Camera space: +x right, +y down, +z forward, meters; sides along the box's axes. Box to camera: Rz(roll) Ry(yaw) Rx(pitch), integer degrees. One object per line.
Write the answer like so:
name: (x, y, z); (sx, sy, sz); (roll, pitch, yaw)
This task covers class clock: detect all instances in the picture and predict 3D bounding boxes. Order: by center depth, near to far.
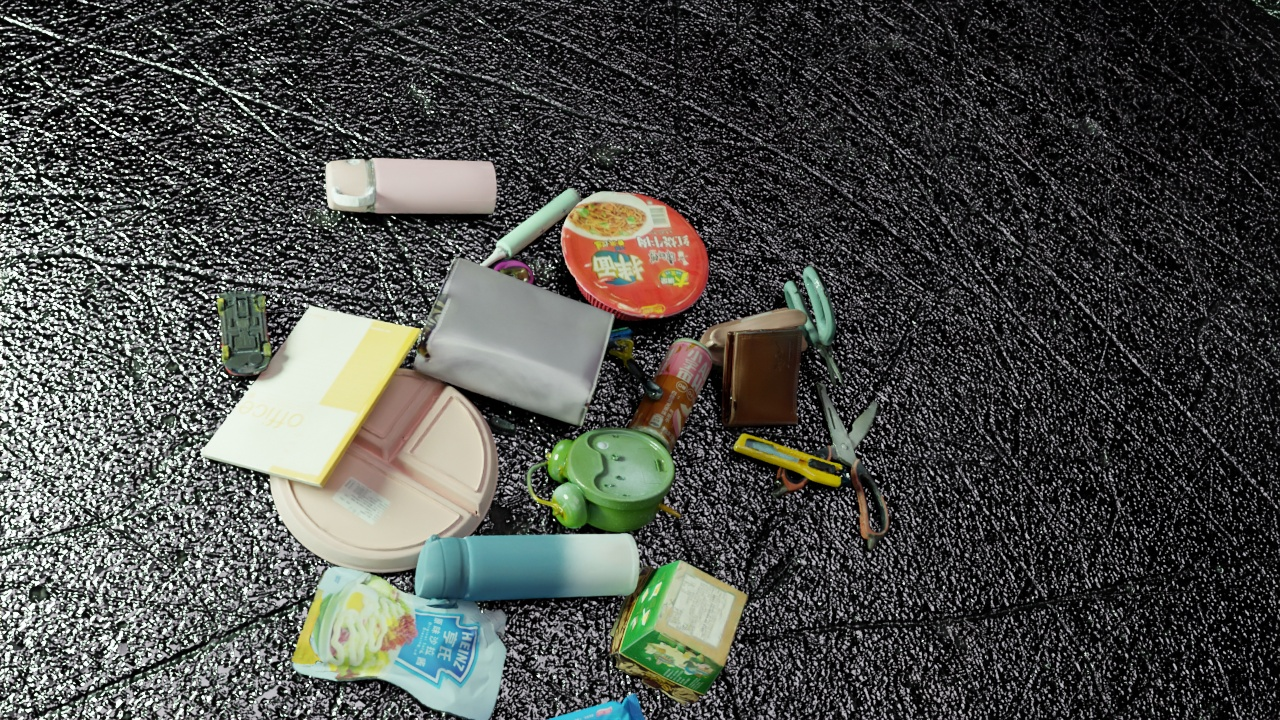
clock: (-0.041, 0.129, 0.985); (0.161, 0.056, 0.116); (2, 35, -12)

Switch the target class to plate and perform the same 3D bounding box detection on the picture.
plate: (-0.261, 0.104, 0.947); (0.229, 0.028, 0.229); (7, 60, -11)

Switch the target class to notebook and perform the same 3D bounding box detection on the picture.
notebook: (-0.336, 0.031, 0.949); (0.146, 0.010, 0.205); (11, 53, 18)

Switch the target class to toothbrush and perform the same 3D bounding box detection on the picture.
toothbrush: (-0.224, 0.043, 1.015); (0.189, 0.018, 0.014); (23, 57, -4)
toothbrush: (-0.151, -0.154, 1.155); (0.026, 0.027, 0.223); (32, 53, 18)

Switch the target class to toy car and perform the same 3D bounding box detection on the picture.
toy car: (-0.422, -0.028, 0.976); (0.049, 0.031, 0.106); (-7, 59, -23)

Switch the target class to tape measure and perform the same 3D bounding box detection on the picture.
tape measure: (-0.156, -0.094, 1.109); (0.057, 0.039, 0.057); (-10, 64, -25)

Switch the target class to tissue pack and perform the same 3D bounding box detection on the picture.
tissue pack: (-0.055, 0.374, 0.851); (0.157, 0.052, 0.095); (-8, 63, -24)

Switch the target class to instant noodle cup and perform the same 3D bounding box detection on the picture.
instant noodle cup: (-0.013, -0.121, 1.162); (0.193, 0.066, 0.193); (9, 59, -15)

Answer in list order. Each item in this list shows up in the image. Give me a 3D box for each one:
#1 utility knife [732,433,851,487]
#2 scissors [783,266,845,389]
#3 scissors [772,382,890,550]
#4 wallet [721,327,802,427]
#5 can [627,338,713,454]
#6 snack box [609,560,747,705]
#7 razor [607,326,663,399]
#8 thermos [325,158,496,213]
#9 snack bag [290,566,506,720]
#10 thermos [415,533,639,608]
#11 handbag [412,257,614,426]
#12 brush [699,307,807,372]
utility knife: (0.183, 0.120, 1.095); (0.154, 0.015, 0.033); (18, 52, -8)
scissors: (0.222, -0.048, 1.181); (0.019, 0.178, 0.173); (-21, 112, -7)
scissors: (0.252, 0.127, 1.136); (0.189, 0.015, 0.221); (45, 56, 11)
wallet: (0.151, 0.021, 1.118); (0.101, 0.032, 0.124); (-4, 103, -25)
can: (0.036, 0.043, 1.083); (0.058, 0.058, 0.147); (29, 55, -1)
snack box: (0.046, 0.264, 0.922); (0.118, 0.106, 0.117); (28, 54, -3)
razor: (-0.006, 0.006, 1.087); (0.042, 0.022, 0.142); (-15, 38, -18)
thermos: (-0.275, -0.208, 1.112); (0.198, 0.067, 0.087); (-3, 30, -23)
snack bag: (-0.220, 0.266, 0.868); (0.191, 0.039, 0.110); (18, 44, -10)
thermos: (-0.112, 0.208, 0.915); (0.220, 0.070, 0.070); (3, 59, -23)
handbag: (-0.139, -0.014, 1.025); (0.197, 0.099, 0.144); (19, 38, -6)
brush: (0.139, -0.028, 1.156); (0.145, 0.073, 0.063); (-12, 66, -24)
